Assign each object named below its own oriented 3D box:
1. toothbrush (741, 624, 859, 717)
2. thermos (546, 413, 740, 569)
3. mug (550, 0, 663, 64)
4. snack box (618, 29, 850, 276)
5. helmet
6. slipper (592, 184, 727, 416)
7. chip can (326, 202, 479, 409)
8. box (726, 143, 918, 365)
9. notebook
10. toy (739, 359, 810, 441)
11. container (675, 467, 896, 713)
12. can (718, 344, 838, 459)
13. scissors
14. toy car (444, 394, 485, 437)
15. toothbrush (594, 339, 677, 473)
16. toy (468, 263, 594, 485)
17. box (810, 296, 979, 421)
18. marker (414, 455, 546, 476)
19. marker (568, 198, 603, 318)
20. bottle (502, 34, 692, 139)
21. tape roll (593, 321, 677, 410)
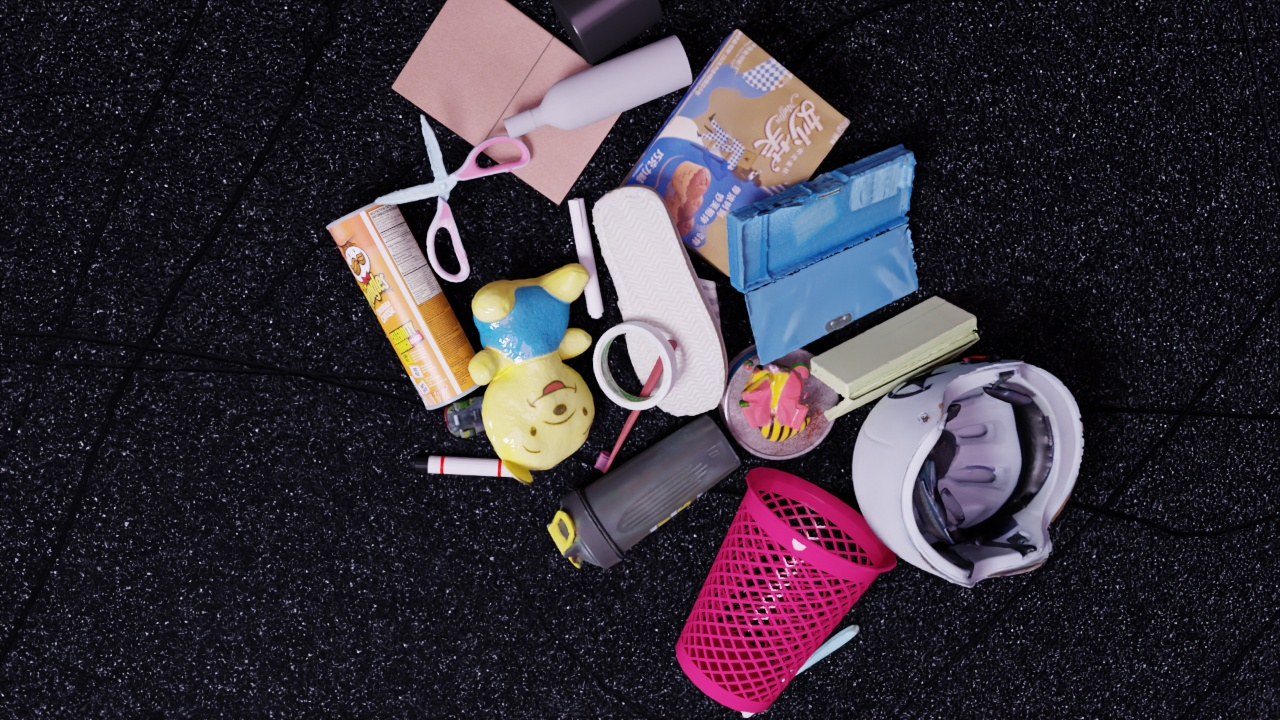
[{"bbox_3d":[0.197,0.382,1.133,0.180,0.016,0.016,-38,102,2],"label":"toothbrush"},{"bbox_3d":[0.002,0.148,1.028,0.221,0.098,0.098,-33,103,-3],"label":"thermos"},{"bbox_3d":[-0.044,-0.370,0.929,0.088,0.078,0.113,-32,76,1],"label":"mug"},{"bbox_3d":[0.095,-0.214,0.972,0.155,0.069,0.203,35,96,-12],"label":"snack box"},{"bbox_3d":[0.348,0.110,1.014,0.263,0.164,0.237,-24,107,-23],"label":"helmet"},{"bbox_3d":[0.024,-0.062,0.979,0.115,0.053,0.273,-6,120,24],"label":"slipper"},{"bbox_3d":[-0.243,-0.060,0.966,0.075,0.075,0.215,-26,103,0],"label":"chip can"},{"bbox_3d":[0.199,-0.116,0.984,0.231,0.048,0.177,-24,121,-21],"label":"box"},{"bbox_3d":[-0.133,-0.283,0.966,0.209,0.008,0.141,34,96,-11],"label":"notebook"},{"bbox_3d":[0.148,0.043,0.998,0.084,0.046,0.103,-25,108,-14],"label":"toy"},{"bbox_3d":[0.146,0.265,1.033,0.183,0.183,0.226,25,105,-10],"label":"container"},{"bbox_3d":[0.156,0.044,1.044,0.130,0.044,0.130,-1,102,-6],"label":"can"},{"bbox_3d":[-0.186,-0.170,0.944,0.170,0.013,0.172,-21,113,-25],"label":"scissors"},{"bbox_3d":[-0.170,0.056,1.017,0.091,0.036,0.042,-15,101,-14],"label":"toy car"},{"bbox_3d":[-0.007,0.053,1.012,0.016,0.016,0.190,27,119,-2],"label":"toothbrush"},{"bbox_3d":[-0.114,0.013,0.978,0.148,0.084,0.214,-17,102,-37],"label":"toy"},{"bbox_3d":[0.284,-0.003,1.010,0.187,0.077,0.090,-23,105,-19],"label":"box"},{"bbox_3d":[-0.180,0.120,1.038,0.145,0.019,0.019,4,101,-6],"label":"marker"},{"bbox_3d":[-0.059,-0.111,1.003,0.017,0.020,0.133,-10,102,0],"label":"marker"},{"bbox_3d":[-0.047,-0.273,0.944,0.195,0.052,0.052,-22,103,-2],"label":"bottle"},{"bbox_3d":[-0.006,0.006,0.974,0.094,0.018,0.094,9,111,25],"label":"tape roll"}]
